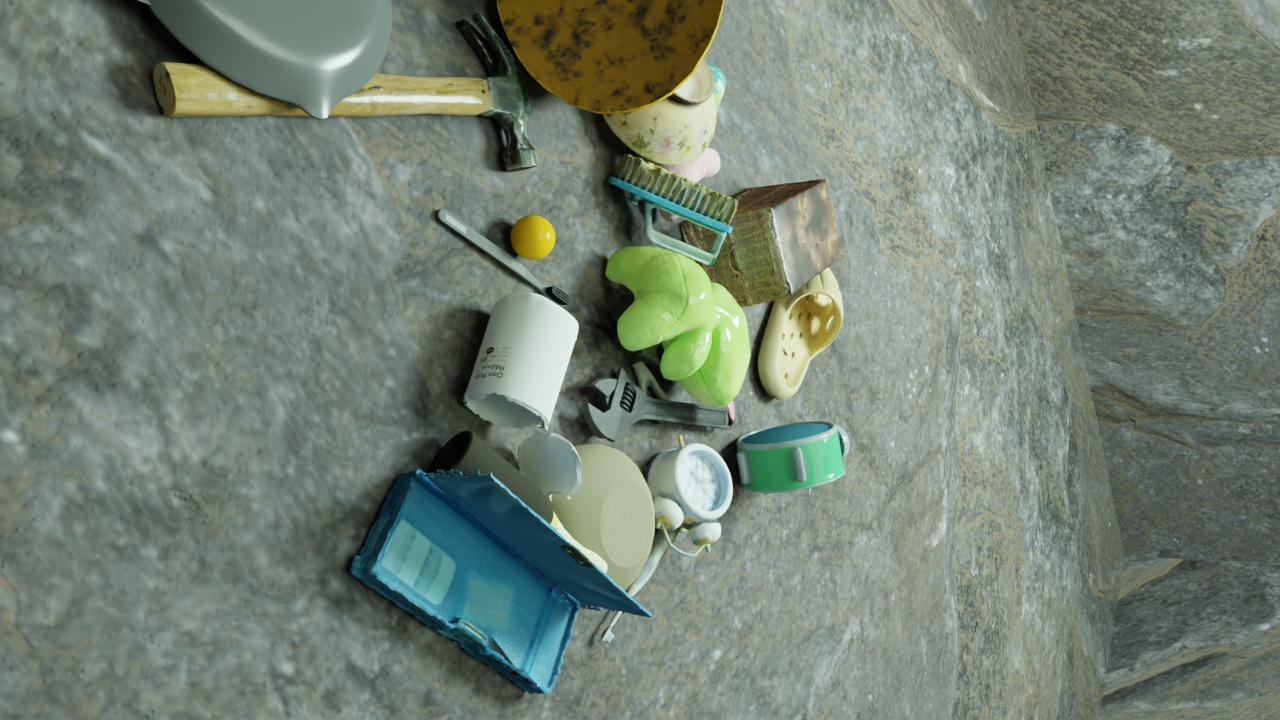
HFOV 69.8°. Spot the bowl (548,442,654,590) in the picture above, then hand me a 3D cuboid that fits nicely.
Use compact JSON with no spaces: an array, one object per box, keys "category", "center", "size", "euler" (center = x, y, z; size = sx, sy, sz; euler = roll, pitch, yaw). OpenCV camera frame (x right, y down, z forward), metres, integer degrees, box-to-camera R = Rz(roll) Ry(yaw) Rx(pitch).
[{"category":"bowl","center":[-0.032,0.154,0.869],"size":[0.152,0.051,0.152],"euler":[10,78,-53]}]

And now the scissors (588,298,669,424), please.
[{"category":"scissors","center":[0.001,-0.008,0.969],"size":[0.149,0.013,0.165],"euler":[-34,111,-50]}]

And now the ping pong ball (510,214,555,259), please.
[{"category":"ping pong ball","center":[-0.097,-0.111,0.825],"size":[0.040,0.040,0.040],"euler":[10,78,-53]}]

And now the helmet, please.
[{"category":"helmet","center":[-0.021,-0.340,0.860],"size":[0.131,0.205,0.255],"euler":[14,65,-81]}]

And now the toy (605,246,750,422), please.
[{"category":"toy","center":[0.055,-0.037,0.956],"size":[0.196,0.107,0.150],"euler":[26,43,-42]}]

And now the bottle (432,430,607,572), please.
[{"category":"bottle","center":[-0.093,0.130,0.769],"size":[0.184,0.045,0.045],"euler":[45,51,-28]}]

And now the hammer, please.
[{"category":"hammer","center":[-0.204,-0.206,0.703],"size":[0.329,0.033,0.132],"euler":[-20,103,-52]}]

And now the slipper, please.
[{"category":"slipper","center":[0.231,-0.053,1.231],"size":[0.111,0.079,0.260],"euler":[59,44,-35]}]

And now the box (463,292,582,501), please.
[{"category":"box","center":[-0.088,0.033,0.788],"size":[0.136,0.084,0.146],"euler":[46,52,-48]}]

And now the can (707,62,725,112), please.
[{"category":"can","center":[0.061,-0.290,1.048],"size":[0.055,0.055,0.101],"euler":[47,51,-40]}]

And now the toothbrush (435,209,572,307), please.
[{"category":"toothbrush","center":[-0.119,-0.088,0.818],"size":[0.167,0.013,0.012],"euler":[34,59,-43]}]

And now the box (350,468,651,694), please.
[{"category":"box","center":[-0.099,0.183,0.724],"size":[0.231,0.112,0.094],"euler":[51,47,-37]}]

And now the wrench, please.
[{"category":"wrench","center":[0.028,0.054,0.972],"size":[0.272,0.018,0.073],"euler":[12,78,-53]}]

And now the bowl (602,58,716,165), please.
[{"category":"bowl","center":[0.031,-0.281,0.953],"size":[0.145,0.063,0.145],"euler":[12,65,-27]}]

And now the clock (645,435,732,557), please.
[{"category":"clock","center":[0.050,0.145,0.962],"size":[0.088,0.052,0.125],"euler":[28,55,-28]}]

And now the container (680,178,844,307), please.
[{"category":"container","center":[0.153,-0.144,1.106],"size":[0.197,0.113,0.114],"euler":[-36,114,-51]}]

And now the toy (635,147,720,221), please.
[{"category":"toy","center":[0.033,-0.215,1.002],"size":[0.096,0.053,0.099],"euler":[43,76,-23]}]

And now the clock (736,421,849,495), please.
[{"category":"clock","center":[0.190,0.115,1.116],"size":[0.161,0.122,0.075],"euler":[-18,99,-57]}]

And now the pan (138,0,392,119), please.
[{"category":"pan","center":[-0.212,-0.288,0.671],"size":[0.353,0.024,0.216],"euler":[-23,94,-49]}]

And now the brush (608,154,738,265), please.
[{"category":"brush","center":[0.028,-0.158,0.959],"size":[0.136,0.055,0.075],"euler":[21,99,-11]}]

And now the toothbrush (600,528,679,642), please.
[{"category":"toothbrush","center":[0.004,0.214,0.935],"size":[0.024,0.022,0.185],"euler":[51,44,-12]}]
